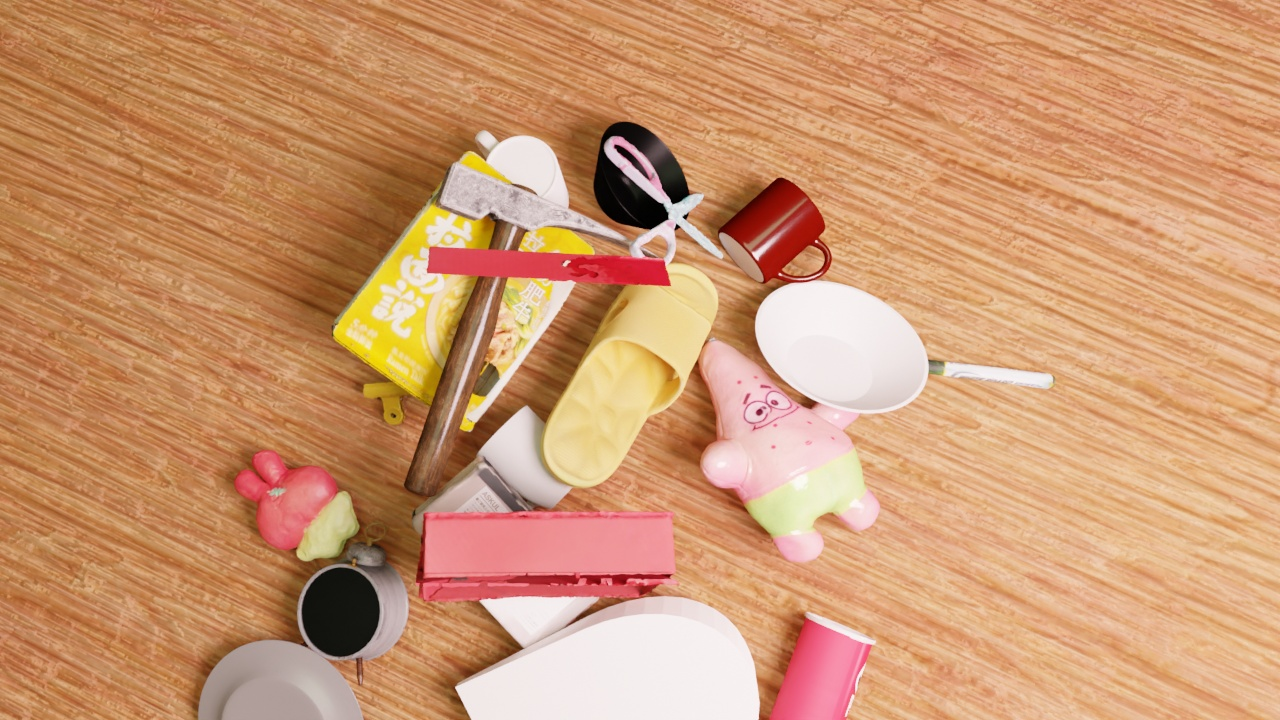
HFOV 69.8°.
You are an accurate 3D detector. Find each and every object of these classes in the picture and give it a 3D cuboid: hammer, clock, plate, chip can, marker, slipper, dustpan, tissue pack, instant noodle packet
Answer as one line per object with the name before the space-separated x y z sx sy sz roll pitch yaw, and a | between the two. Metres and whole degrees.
hammer | -0.122 -0.007 0.862 0.217 0.037 0.300 20 88 -21
clock | -0.280 0.232 0.905 0.104 0.056 0.148 15 86 14
plate | 0.194 -0.005 0.908 0.174 0.036 0.173 7 48 -8
chip can | 0.150 0.354 0.859 0.069 0.069 0.220 21 83 6
plate | -0.350 0.358 0.885 0.178 0.012 0.178 1 95 11
marker | 0.345 0.013 0.932 0.146 0.017 0.017 7 81 4
slipper | -0.005 0.005 0.890 0.099 0.078 0.262 36 71 -9
dustpan | -0.014 0.334 0.876 0.258 0.053 0.191 -26 93 6
tissue pack | -0.134 0.188 0.888 0.104 0.071 0.181 -40 108 -3
instant noodle packet | -0.169 -0.068 0.892 0.163 0.084 0.221 37 92 -18

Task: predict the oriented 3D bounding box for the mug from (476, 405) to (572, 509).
mug | -0.118 0.113 0.919 0.089 0.071 0.107 44 113 1

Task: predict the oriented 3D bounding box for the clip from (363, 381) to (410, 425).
clip | -0.257 0.040 0.954 0.054 0.046 0.048 -5 47 1

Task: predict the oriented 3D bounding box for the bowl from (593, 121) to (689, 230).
bowl | -0.011 -0.178 0.949 0.053 0.123 0.124 -26 77 42

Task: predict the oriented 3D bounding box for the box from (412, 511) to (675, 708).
box | -0.095 0.286 0.816 0.212 0.148 0.375 3 103 -13

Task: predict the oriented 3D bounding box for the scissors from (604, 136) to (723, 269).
scissors | 0.021 -0.143 0.909 0.170 0.013 0.175 41 41 -25

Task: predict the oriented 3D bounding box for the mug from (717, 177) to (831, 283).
mug | 0.144 -0.120 0.934 0.082 0.073 0.105 -42 83 -4

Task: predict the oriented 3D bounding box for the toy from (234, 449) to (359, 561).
toy | -0.349 0.146 0.927 0.135 0.045 0.091 34 87 3

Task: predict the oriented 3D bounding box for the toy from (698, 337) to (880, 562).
toy | 0.131 0.074 0.895 0.191 0.097 0.236 -23 69 -27

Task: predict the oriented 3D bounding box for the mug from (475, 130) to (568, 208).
mug | -0.129 -0.192 0.949 0.073 0.090 0.110 -44 82 -5
